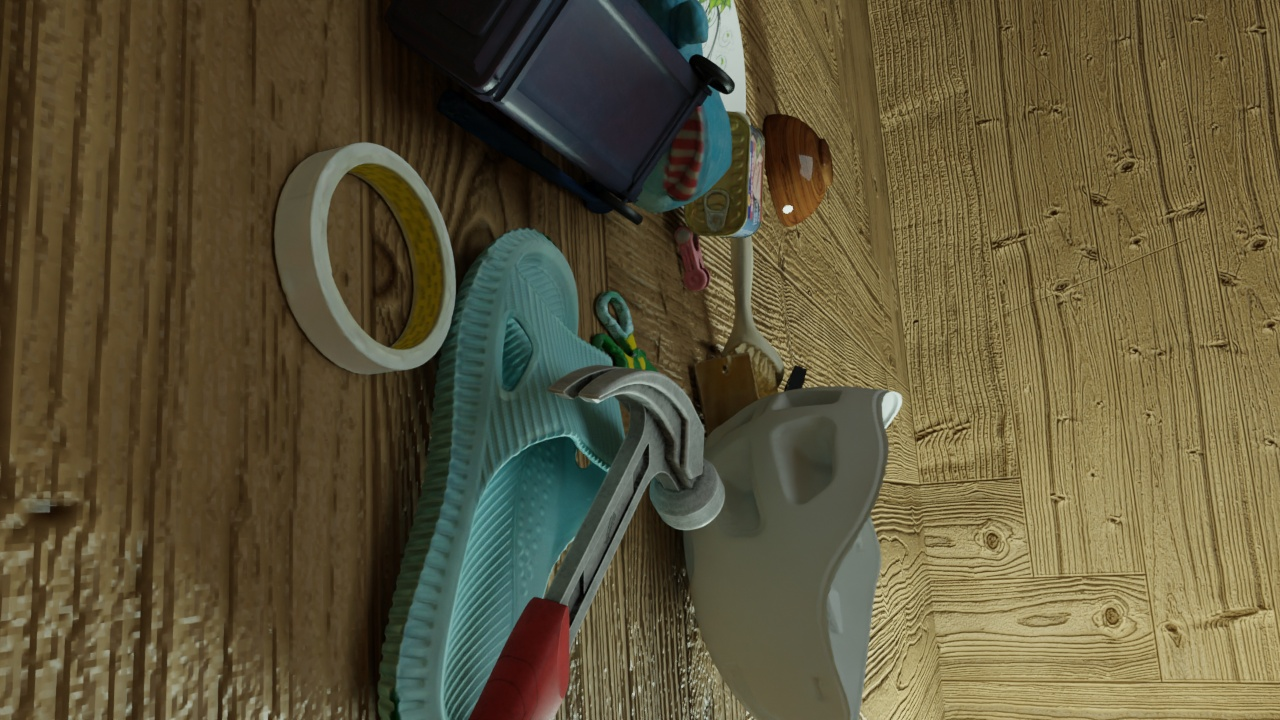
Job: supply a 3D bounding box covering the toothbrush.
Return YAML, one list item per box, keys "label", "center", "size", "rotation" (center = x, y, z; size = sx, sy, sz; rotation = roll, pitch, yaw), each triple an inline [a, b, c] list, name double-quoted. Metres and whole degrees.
- label: "toothbrush"
  center: [-0.060, -0.119, 0.539]
  size: [0.189, 0.016, 0.017]
  rotation: [17, 60, -67]

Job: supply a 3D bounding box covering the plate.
- label: "plate"
  center: [0.043, -0.233, 0.794]
  size: [0.229, 0.030, 0.229]
  rotation: [4, 90, -67]

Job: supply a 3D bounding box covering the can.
- label: "can"
  center: [0.071, -0.151, 0.762]
  size: [0.059, 0.054, 0.100]
  rotation: [-8, 101, -68]

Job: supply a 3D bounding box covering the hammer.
- label: "hammer"
  center: [-0.050, 0.137, 0.355]
  size: [0.314, 0.036, 0.126]
  rotation: [-63, 144, -31]

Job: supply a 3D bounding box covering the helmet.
- label: "helmet"
  center: [0.134, 0.162, 0.704]
  size: [0.223, 0.184, 0.282]
  rotation: [-44, 118, -57]

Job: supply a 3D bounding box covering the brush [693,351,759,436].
- label: "brush"
  center: [0.080, 0.050, 0.793]
  size: [0.039, 0.049, 0.117]
  rotation: [-105, -179, -78]

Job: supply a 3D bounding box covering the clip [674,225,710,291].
- label: "clip"
  center: [0.045, -0.090, 0.789]
  size: [0.060, 0.023, 0.044]
  rotation: [66, 28, -24]

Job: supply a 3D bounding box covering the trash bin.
- label: "trash bin"
  center: [-0.036, -0.150, 0.463]
  size: [0.094, 0.092, 0.160]
  rotation: [-54, 153, 7]

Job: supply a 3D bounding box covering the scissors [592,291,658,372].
- label: "scissors"
  center: [-0.003, -0.004, 0.651]
  size: [0.130, 0.014, 0.071]
  rotation: [39, 48, -59]

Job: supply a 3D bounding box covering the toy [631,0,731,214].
- label: "toy"
  center: [0.002, -0.183, 0.593]
  size: [0.183, 0.114, 0.181]
  rotation: [-120, -157, -67]

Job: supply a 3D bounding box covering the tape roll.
- label: "tape roll"
  center: [-0.110, -0.041, 0.380]
  size: [0.094, 0.019, 0.094]
  rotation: [-7, 90, -69]

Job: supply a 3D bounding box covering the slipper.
- label: "slipper"
  center: [-0.052, 0.049, 0.427]
  size: [0.116, 0.070, 0.275]
  rotation: [58, 33, -51]

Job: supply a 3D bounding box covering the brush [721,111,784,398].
- label: "brush"
  center: [0.093, -0.086, 0.827]
  size: [0.077, 0.062, 0.272]
  rotation: [-40, 126, -77]

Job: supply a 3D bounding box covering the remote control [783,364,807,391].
- label: "remote control"
  center: [0.121, 0.072, 0.845]
  size: [0.058, 0.013, 0.134]
  rotation: [-57, 167, -59]

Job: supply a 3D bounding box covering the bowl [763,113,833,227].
- label: "bowl"
  center: [0.213, -0.252, 1.194]
  size: [0.147, 0.069, 0.147]
  rotation: [-7, 90, -68]
